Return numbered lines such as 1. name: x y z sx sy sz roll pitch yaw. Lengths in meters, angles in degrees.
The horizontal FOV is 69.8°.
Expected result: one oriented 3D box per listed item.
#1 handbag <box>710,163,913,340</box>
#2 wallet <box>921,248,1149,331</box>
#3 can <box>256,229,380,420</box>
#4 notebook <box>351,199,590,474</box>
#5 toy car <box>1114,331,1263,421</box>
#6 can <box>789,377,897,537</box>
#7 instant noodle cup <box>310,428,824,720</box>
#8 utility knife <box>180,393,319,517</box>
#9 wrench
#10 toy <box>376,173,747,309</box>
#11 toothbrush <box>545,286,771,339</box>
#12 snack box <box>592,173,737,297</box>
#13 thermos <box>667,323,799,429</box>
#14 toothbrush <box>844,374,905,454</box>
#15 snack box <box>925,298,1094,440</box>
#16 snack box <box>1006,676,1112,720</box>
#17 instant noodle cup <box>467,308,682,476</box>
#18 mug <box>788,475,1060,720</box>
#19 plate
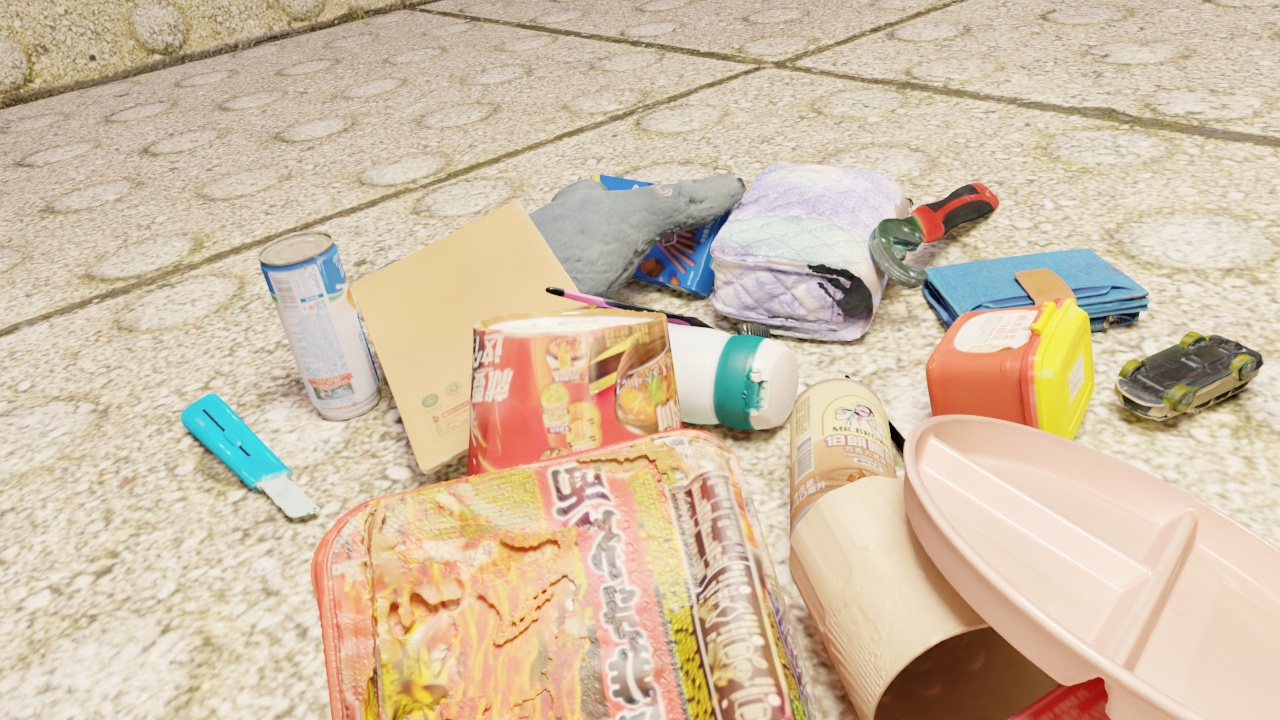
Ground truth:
1. handbag: 0.141 -0.093 0.753 0.134 0.076 0.193 10 37 21
2. wallet: 0.288 -0.052 0.683 0.133 0.040 0.106 -8 27 4
3. can: -0.232 -0.024 0.673 0.053 0.135 0.053 -6 31 3
4. notebook: -0.116 -0.027 0.649 0.147 0.008 0.207 -29 48 -6
5. toy car: 0.335 0.013 0.564 0.090 0.035 0.042 -19 31 -16
6. can: 0.113 0.063 0.514 0.058 0.059 0.116 -2 31 11
7. instant noodle cup: -0.032 0.126 0.384 0.188 0.079 0.164 -11 65 -7
8. utility knife: -0.277 0.068 0.649 0.034 0.018 0.199 -31 38 -33
9. wrench: 0.250 -0.115 0.763 0.056 0.016 0.272 46 39 10
10. toy: -0.085 -0.082 0.761 0.357 0.091 0.137 -14 35 16
11. toothbrush: 0.019 -0.033 0.651 0.189 0.017 0.014 12 -23 -28
12. snack box: 0.006 -0.114 0.817 0.157 0.084 0.026 18 -2 38
13. thermos: -0.004 0.004 0.638 0.224 0.073 0.073 8 35 25
14. toothbrush: 0.162 0.057 0.557 0.017 0.014 0.189 -24 32 -1
15. snack box: 0.225 0.008 0.561 0.080 0.082 0.091 4 31 38
16. snack box: 0.107 0.185 0.318 0.207 0.057 0.058 -22 36 -21
17. instant noodle cup: -0.039 0.029 0.519 0.138 0.108 0.138 -3 8 0
18. mug: 0.139 0.115 0.414 0.124 0.084 0.103 10 25 -18
19. plate: 0.213 0.094 0.382 0.229 0.028 0.229 18 22 -8
